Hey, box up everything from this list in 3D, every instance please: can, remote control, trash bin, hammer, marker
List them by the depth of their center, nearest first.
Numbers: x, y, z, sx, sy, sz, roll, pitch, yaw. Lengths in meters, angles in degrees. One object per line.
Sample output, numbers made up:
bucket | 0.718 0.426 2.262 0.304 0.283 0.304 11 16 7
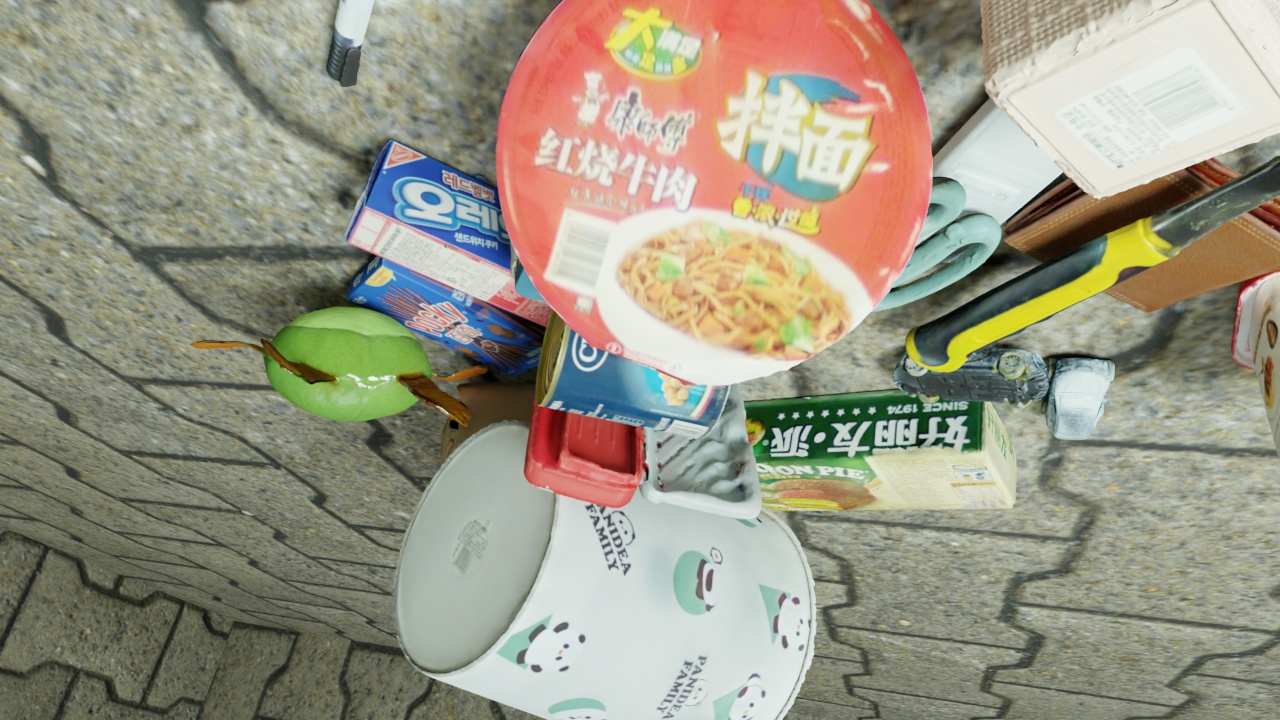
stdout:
marker | -0.140 -0.182 0.459 0.022 0.018 0.131 59 148 4
hammer | 0.244 -0.057 0.461 0.126 0.031 0.324 23 155 -14
remote control | 0.180 -0.096 0.487 0.056 0.020 0.136 18 153 -8
can | -0.003 0.003 0.581 0.111 0.075 0.075 13 154 -14
trash bin | -0.031 0.174 0.705 0.230 0.229 0.251 -16 144 43

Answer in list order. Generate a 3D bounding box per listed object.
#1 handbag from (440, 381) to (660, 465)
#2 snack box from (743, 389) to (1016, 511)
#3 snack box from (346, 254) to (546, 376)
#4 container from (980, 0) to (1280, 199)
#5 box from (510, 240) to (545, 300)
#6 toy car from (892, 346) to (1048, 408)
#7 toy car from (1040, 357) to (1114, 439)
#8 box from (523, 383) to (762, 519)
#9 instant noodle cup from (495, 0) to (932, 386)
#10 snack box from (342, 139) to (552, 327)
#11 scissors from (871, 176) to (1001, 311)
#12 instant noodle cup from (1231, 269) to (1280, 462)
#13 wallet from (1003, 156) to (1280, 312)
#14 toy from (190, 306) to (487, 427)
handbag | -0.076 0.069 0.824 0.204 0.099 0.148 2 153 -1
snack box | 0.183 0.081 0.781 0.241 0.063 0.114 -7 147 33
snack box | -0.146 -0.037 0.732 0.157 0.026 0.085 27 152 -26
container | 0.176 -0.130 0.325 0.090 0.110 0.090 29 149 -30
box | 0.020 -0.069 0.532 0.184 0.059 0.090 6 156 -16
toy car | 0.234 0.009 0.654 0.106 0.031 0.049 1 147 31
toy car | 0.312 0.027 0.657 0.043 0.034 0.090 5 151 21
box | 0.002 0.036 0.649 0.157 0.200 0.038 17 118 -9
instant noodle cup | 0.031 -0.088 0.430 0.194 0.194 0.066 13 -176 -2
snack box | -0.086 -0.070 0.611 0.207 0.057 0.058 23 153 -21
scissors | 0.103 -0.047 0.504 0.180 0.019 0.139 -23 151 22
instant noodle cup | 0.392 0.011 0.492 0.116 0.124 0.116 -3 149 27
wallet | 0.275 -0.069 0.493 0.124 0.032 0.101 23 154 -17
toy | -0.228 0.002 0.720 0.226 0.090 0.247 11 180 -26
